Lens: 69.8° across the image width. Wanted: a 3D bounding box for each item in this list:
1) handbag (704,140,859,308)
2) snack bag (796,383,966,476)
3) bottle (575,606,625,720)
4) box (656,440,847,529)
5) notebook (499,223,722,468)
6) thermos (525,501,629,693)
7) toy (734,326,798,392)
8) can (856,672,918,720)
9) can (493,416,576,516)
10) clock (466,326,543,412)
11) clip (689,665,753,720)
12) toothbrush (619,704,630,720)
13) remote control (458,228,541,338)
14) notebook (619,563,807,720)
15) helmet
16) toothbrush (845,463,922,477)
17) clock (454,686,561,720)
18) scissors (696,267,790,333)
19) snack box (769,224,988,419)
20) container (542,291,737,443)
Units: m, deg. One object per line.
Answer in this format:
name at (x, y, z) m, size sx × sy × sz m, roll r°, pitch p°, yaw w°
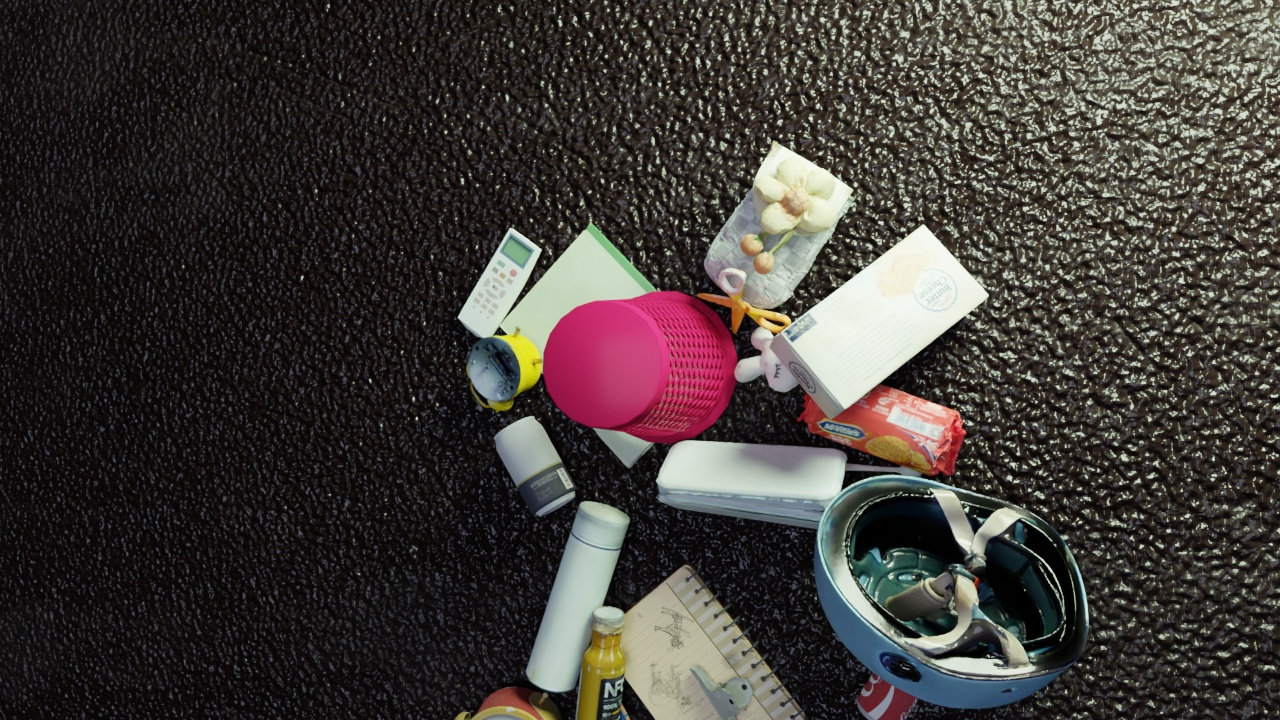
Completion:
handbag at (0.147, -0.140, 1.013) m, size 0.112 × 0.123 × 0.172 m, roll 33°, pitch 105°, yaw 5°
snack bag at (0.264, 0.064, 1.000) m, size 0.176 × 0.082 × 0.082 m, roll 21°, pitch 97°, yaw 18°
bottle at (-0.047, 0.391, 1.104) m, size 0.053 × 0.053 × 0.186 m, roll 9°, pitch 98°, yaw 19°
box at (0.125, 0.165, 1.043) m, size 0.217 × 0.107 × 0.110 m, roll 2°, pitch 118°, yaw 23°
notebook at (-0.038, -0.020, 1.140) m, size 0.252 × 0.010 × 0.182 m, roll 46°, pitch 104°, yaw 13°
thermos at (-0.077, 0.289, 1.126) m, size 0.068 × 0.067 × 0.230 m, roll 21°, pitch 97°, yaw 18°
toy at (0.161, -0.003, 1.025) m, size 0.126 × 0.037 × 0.076 m, roll 12°, pitch 77°, yaw 48°
can at (0.282, 0.351, 1.005) m, size 0.054 × 0.054 × 0.097 m, roll 31°, pitch 100°, yaw 17°
can at (-0.134, 0.127, 1.146) m, size 0.064 × 0.064 × 0.127 m, roll -33°, pitch 80°, yaw 17°
clock at (-0.178, 0.015, 1.160) m, size 0.119 × 0.057 × 0.083 m, roll -43°, pitch 79°, yaw 29°
clip at (0.100, 0.392, 1.058) m, size 0.054 × 0.038 × 0.101 m, roll -40°, pitch 79°, yaw 30°
toothbrush at (-0.034, 0.425, 1.140) m, size 0.022 × 0.017 × 0.135 m, roll -28°, pitch 84°, yaw 21°
remote control at (-0.180, -0.096, 1.181) m, size 0.049 × 0.024 × 0.143 m, roll 37°, pitch 104°, yaw 16°
notebook at (0.072, 0.375, 1.096) m, size 0.168 × 0.024 × 0.225 m, roll -42°, pitch 77°, yaw 16°
helmet at (0.291, 0.240, 0.922) m, size 0.266 × 0.224 × 0.167 m, roll 23°, pitch 134°, yaw 8°
toothbrush at (0.226, 0.121, 1.043) m, size 0.181 × 0.018 × 0.015 m, roll 1°, pitch 90°, yaw 20°
clock at (-0.174, 0.478, 1.152) m, size 0.159 × 0.081 × 0.117 m, roll -23°, pitch 94°, yaw 9°
scissors at (0.110, -0.065, 1.024) m, size 0.125 × 0.129 × 0.011 m, roll 18°, pitch 60°, yaw 38°
snack box at (0.250, -0.040, 0.967) m, size 0.207 × 0.057 × 0.104 m, roll -36°, pitch 79°, yaw -12°
container at (-0.006, 0.005, 1.003) m, size 0.183 × 0.225 × 0.183 m, roll 0°, pitch 89°, yaw 17°
